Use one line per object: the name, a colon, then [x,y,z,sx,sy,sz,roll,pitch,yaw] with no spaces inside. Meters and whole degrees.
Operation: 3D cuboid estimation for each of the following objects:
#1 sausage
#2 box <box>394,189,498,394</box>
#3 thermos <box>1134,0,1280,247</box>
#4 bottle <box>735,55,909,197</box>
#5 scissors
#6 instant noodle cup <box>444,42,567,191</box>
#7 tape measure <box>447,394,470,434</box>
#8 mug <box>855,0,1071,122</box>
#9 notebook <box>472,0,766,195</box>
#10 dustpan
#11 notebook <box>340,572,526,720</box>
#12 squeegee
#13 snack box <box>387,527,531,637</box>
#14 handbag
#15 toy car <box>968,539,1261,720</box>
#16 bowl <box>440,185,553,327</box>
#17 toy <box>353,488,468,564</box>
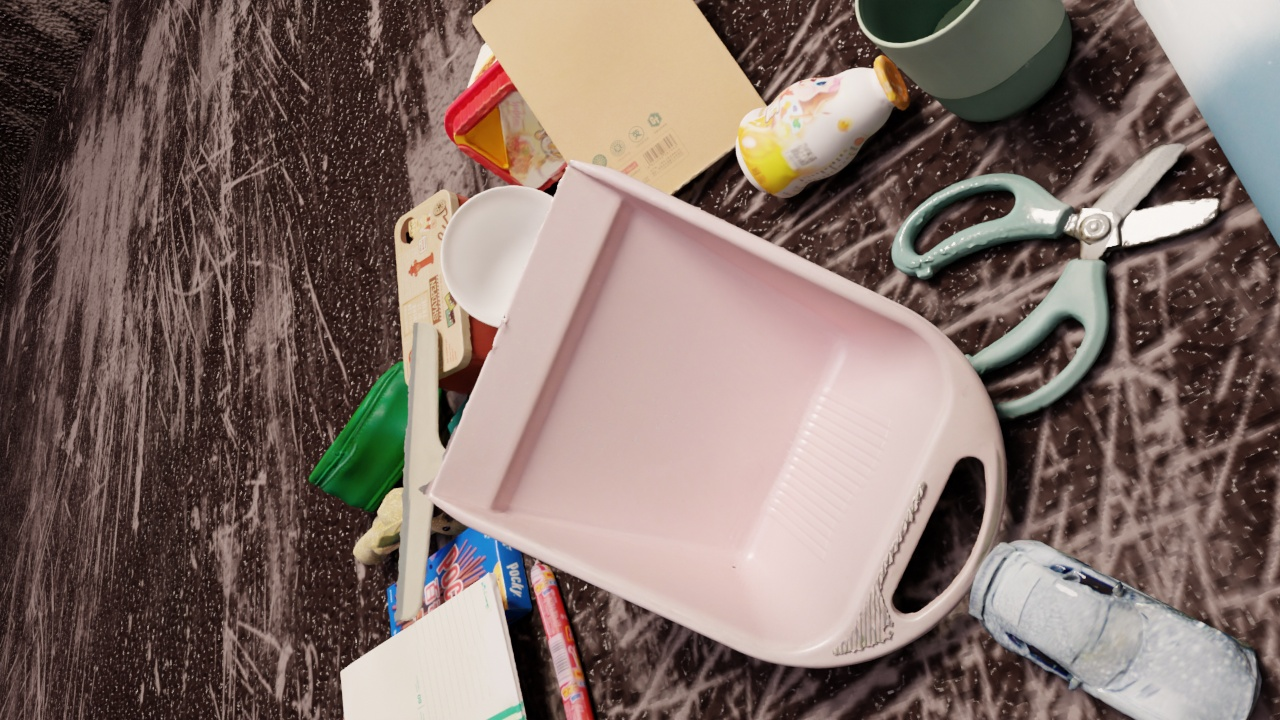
sausage: [-0.055,0.211,0.664,0.020,0.020,0.155,-42,51,27]
box: [-0.164,-0.059,0.834,0.092,0.079,0.168,-22,67,37]
thermos: [0.291,-0.099,0.397,0.070,0.070,0.220,-31,57,34]
bottle: [0.116,-0.151,0.588,0.109,0.063,0.063,-25,59,37]
scissors: [0.212,-0.037,0.486,0.174,0.019,0.177,-6,71,42]
instant noodle cup: [-0.096,-0.232,0.802,0.117,0.116,0.124,-30,44,34]
tape measure: [-0.143,0.057,0.801,0.054,0.025,0.058,-57,46,16]
mug: [0.182,-0.200,0.507,0.082,0.106,0.111,-6,72,44]
notebook: [-0.018,-0.220,0.688,0.148,0.008,0.207,-35,85,16]
dustpan: [0.044,0.037,0.494,0.139,0.273,0.222,-136,66,-74]
notebook: [-0.161,0.273,0.696,0.210,0.012,0.150,-37,55,29]
squeegee: [-0.097,0.068,0.681,0.247,0.039,0.246,-15,70,44]
snack box: [-0.155,0.198,0.762,0.157,0.026,0.084,-38,52,30]
handbag: [-0.244,0.067,0.855,0.132,0.068,0.120,-50,20,23]
toy car: [0.211,0.126,0.418,0.121,0.036,0.054,27,95,43]
bowl: [-0.106,-0.081,0.773,0.065,0.118,0.118,143,140,-82]
toy: [-0.201,0.142,0.811,0.158,0.066,0.104,-31,14,39]
